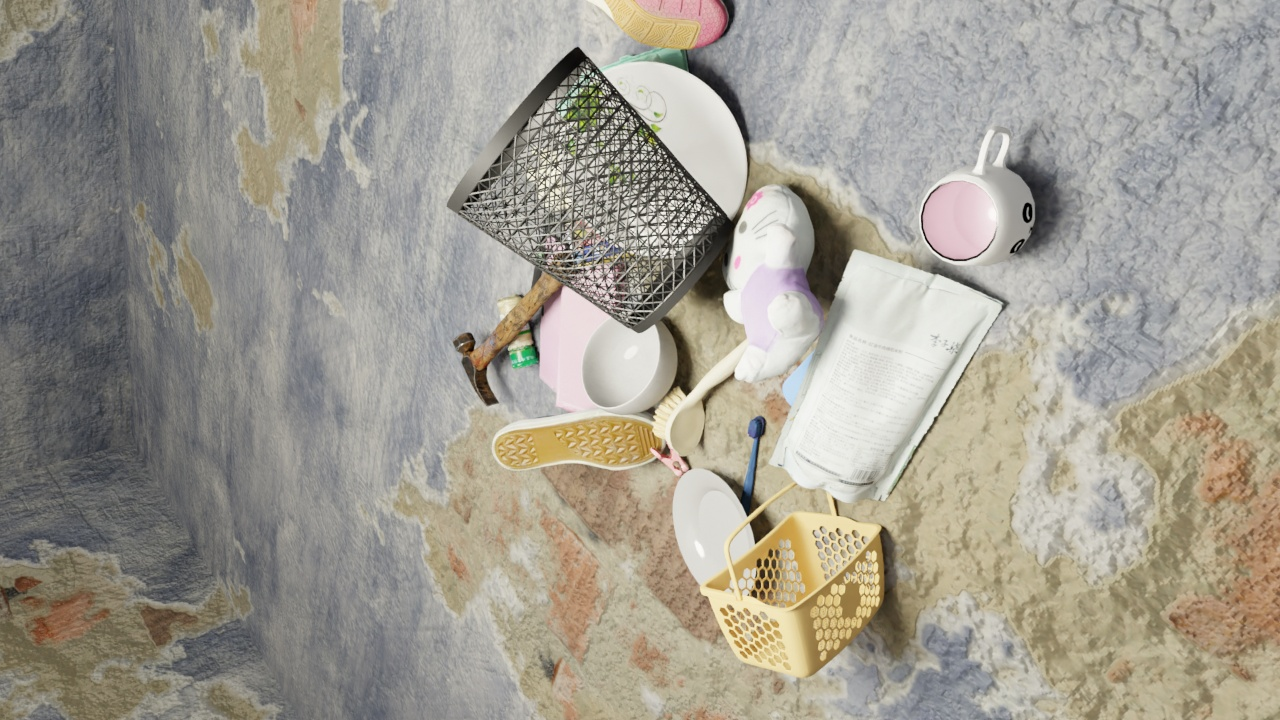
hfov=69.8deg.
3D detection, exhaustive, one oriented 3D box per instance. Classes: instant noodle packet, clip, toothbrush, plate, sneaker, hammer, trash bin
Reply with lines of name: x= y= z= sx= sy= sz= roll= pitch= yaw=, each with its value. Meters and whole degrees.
instant noodle packet: x=0.235 y=0.025 z=0.927 sx=0.147 sy=0.057 sz=0.270 roll=19 pitch=123 yaw=2
clip: x=0.037 y=0.130 z=1.194 sx=0.057 sy=0.035 sz=0.022 roll=50 pitch=-179 yaw=-15
toothbrush: x=-0.143 y=-0.135 z=1.299 sx=0.188 sy=0.014 sz=0.017 roll=109 pitch=158 yaw=-46
plate: x=0.098 y=0.220 z=1.164 sx=0.173 sy=0.019 sz=0.173 roll=27 pitch=122 yaw=52
sneaker: x=-0.080 y=0.098 z=1.241 sx=0.236 sy=0.079 sz=0.087 roll=-4 pitch=108 yaw=8
toothbrush: x=0.130 y=0.154 z=1.126 sx=0.016 sy=0.017 sz=0.190 roll=27 pitch=122 yaw=39
hammer: x=-0.174 y=-0.049 z=1.306 sx=0.331 sy=0.033 sz=0.120 roll=-40 pitch=74 yaw=48
trash bin: x=-0.044 y=-0.169 z=0.992 sx=0.243 sy=0.216 sz=0.218 roll=40 pitch=137 yaw=-10
sneaker: x=0.002 y=-0.434 z=1.026 sx=0.242 sy=0.090 sz=0.116 roll=32 pitch=133 yaw=12
plate: x=0.015 y=-0.231 z=1.068 sx=0.230 sy=0.030 sz=0.230 roll=10 pitch=121 yaw=17

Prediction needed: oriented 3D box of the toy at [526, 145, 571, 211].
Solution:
toy: x=-0.110 y=-0.237 z=1.222 sx=0.112 sy=0.050 sz=0.087 roll=39 pitch=133 yaw=23

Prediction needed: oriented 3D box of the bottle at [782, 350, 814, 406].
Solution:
bottle: x=0.205 y=0.002 z=0.971 sx=0.048 sy=0.047 sz=0.131 roll=54 pitch=135 yaw=19

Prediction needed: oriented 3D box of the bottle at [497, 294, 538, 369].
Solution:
bottle: x=-0.185 y=-0.043 z=1.374 sx=0.043 sy=0.042 sz=0.110 roll=-13 pitch=93 yaw=48

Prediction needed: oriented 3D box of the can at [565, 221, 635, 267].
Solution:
can: x=-0.043 y=-0.154 z=1.152 sx=0.100 sy=0.054 sz=0.059 roll=-13 pitch=93 yaw=12

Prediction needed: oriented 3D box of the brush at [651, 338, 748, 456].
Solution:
brush: x=0.098 y=0.017 z=1.092 sx=0.077 sy=0.061 sz=0.273 roll=50 pitch=130 yaw=17

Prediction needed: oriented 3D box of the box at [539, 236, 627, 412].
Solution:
box: x=-0.098 y=-0.044 z=1.276 sx=0.180 sy=0.055 sz=0.233 roll=25 pitch=120 yaw=41

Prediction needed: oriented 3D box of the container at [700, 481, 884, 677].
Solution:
container: x=0.168 y=0.221 z=0.986 sx=0.129 sy=0.182 sz=0.167 roll=-3 pitch=108 yaw=47

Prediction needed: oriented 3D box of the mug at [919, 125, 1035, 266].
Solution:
mug: x=0.299 y=-0.143 z=0.799 sx=0.090 sy=0.076 sz=0.124 roll=28 pitch=122 yaw=38

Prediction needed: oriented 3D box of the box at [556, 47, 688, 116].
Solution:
box: x=-0.016 y=-0.333 z=1.109 sx=0.189 sy=0.079 sz=0.077 roll=-2 pitch=142 yaw=47

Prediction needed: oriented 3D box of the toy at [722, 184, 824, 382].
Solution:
toy: x=0.138 y=-0.084 z=0.938 sx=0.208 sy=0.085 sz=0.138 roll=-89 pitch=15 yaw=-45

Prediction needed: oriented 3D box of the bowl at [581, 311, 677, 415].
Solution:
bowl: x=-0.007 y=0.007 z=1.168 sx=0.132 sy=0.064 sz=0.131 roll=-17 pitch=63 yaw=36
